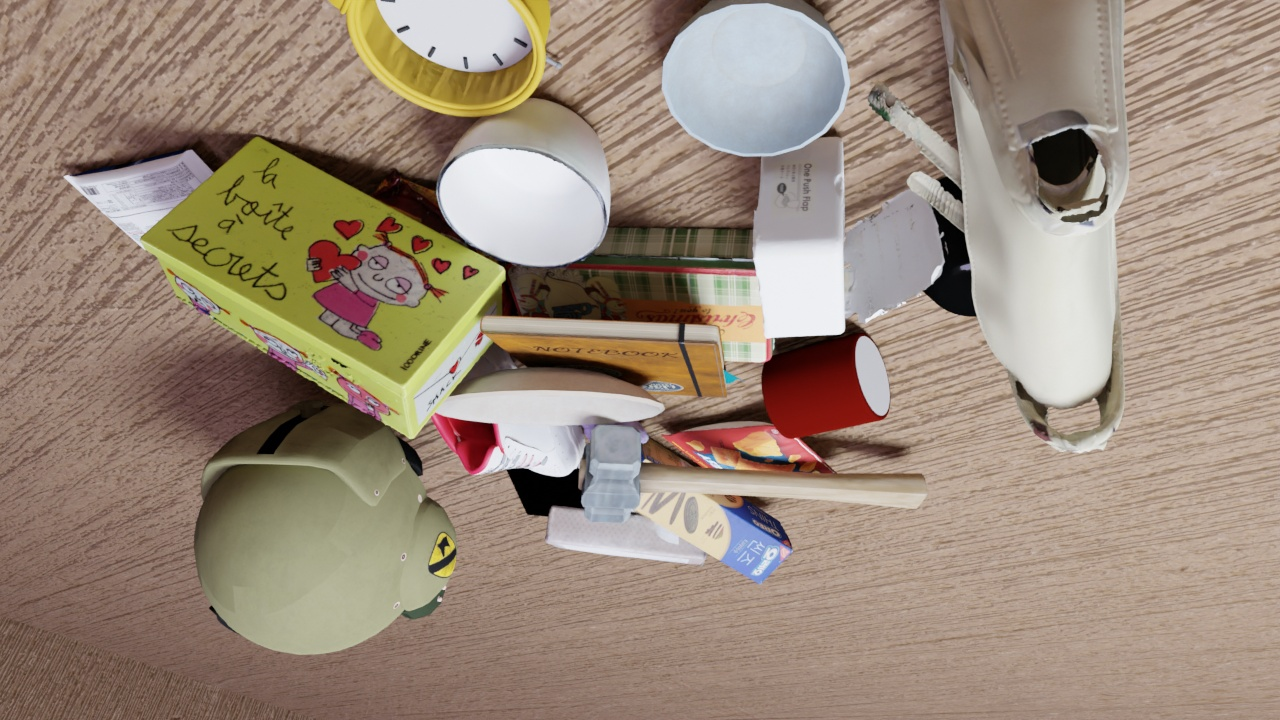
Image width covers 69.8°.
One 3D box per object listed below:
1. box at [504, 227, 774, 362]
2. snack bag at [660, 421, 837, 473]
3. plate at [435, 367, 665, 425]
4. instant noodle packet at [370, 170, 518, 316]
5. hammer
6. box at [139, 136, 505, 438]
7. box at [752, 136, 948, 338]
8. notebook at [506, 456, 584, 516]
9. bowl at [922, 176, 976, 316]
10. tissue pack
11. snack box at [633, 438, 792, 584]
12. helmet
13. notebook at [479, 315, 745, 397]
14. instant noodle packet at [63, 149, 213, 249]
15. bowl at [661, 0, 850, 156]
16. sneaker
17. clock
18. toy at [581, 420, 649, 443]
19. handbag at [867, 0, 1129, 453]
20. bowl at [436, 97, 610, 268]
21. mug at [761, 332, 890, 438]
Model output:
[{"bbox_3d":[0.003,-0.051,0.720,0.206,0.050,0.118,3,146,10],"label":"box"},{"bbox_3d":[0.115,0.097,0.911,0.144,0.039,0.130,-8,145,40],"label":"snack bag"},{"bbox_3d":[-0.075,0.028,0.746,0.189,0.027,0.189,0,169,0],"label":"plate"},{"bbox_3d":[-0.150,-0.079,0.711,0.099,0.039,0.136,20,150,20],"label":"instant noodle packet"},{"bbox_3d":[0.104,0.114,0.855,0.323,0.051,0.117,3,146,-4],"label":"hammer"},{"bbox_3d":[-0.219,-0.055,0.652,0.221,0.124,0.082,31,149,9],"label":"box"},{"bbox_3d":[0.142,-0.078,0.591,0.130,0.109,0.103,1,145,15],"label":"box"},{"bbox_3d":[-0.044,0.151,1.058,0.207,0.016,0.149,4,147,9],"label":"notebook"},{"bbox_3d":[0.232,-0.066,0.630,0.124,0.052,0.124,7,146,5],"label":"bowl"},{"bbox_3d":[-0.012,0.192,1.049,0.181,0.071,0.104,9,164,5],"label":"tissue pack"},{"bbox_3d":[0.065,0.158,0.963,0.206,0.057,0.056,34,106,-20],"label":"snack box"},{"bbox_3d":[-0.309,0.154,0.899,0.250,0.255,0.233,-1,148,13],"label":"helmet"},{"bbox_3d":[-0.006,0.003,0.731,0.178,0.014,0.249,3,169,7],"label":"notebook"},{"bbox_3d":[-0.378,-0.125,0.731,0.134,0.026,0.087,-5,143,21],"label":"instant noodle packet"},{"bbox_3d":[0.067,-0.171,0.532,0.106,0.039,0.106,7,146,5],"label":"bowl"},{"bbox_3d":[-0.137,0.071,0.884,0.090,0.104,0.237,-7,143,24],"label":"sneaker"},{"bbox_3d":[-0.116,-0.205,0.525,0.114,0.052,0.152,-9,146,26],"label":"clock"},{"bbox_3d":[-0.031,0.057,0.894,0.080,0.036,0.100,-3,144,32],"label":"toy"},{"bbox_3d":[0.199,-0.079,0.499,0.132,0.183,0.229,-8,140,24],"label":"handbag"},{"bbox_3d":[-0.073,-0.123,0.617,0.116,0.065,0.116,7,146,5],"label":"bowl"},{"bbox_3d":[0.164,0.023,0.775,0.083,0.073,0.105,-16,167,33],"label":"mug"}]
